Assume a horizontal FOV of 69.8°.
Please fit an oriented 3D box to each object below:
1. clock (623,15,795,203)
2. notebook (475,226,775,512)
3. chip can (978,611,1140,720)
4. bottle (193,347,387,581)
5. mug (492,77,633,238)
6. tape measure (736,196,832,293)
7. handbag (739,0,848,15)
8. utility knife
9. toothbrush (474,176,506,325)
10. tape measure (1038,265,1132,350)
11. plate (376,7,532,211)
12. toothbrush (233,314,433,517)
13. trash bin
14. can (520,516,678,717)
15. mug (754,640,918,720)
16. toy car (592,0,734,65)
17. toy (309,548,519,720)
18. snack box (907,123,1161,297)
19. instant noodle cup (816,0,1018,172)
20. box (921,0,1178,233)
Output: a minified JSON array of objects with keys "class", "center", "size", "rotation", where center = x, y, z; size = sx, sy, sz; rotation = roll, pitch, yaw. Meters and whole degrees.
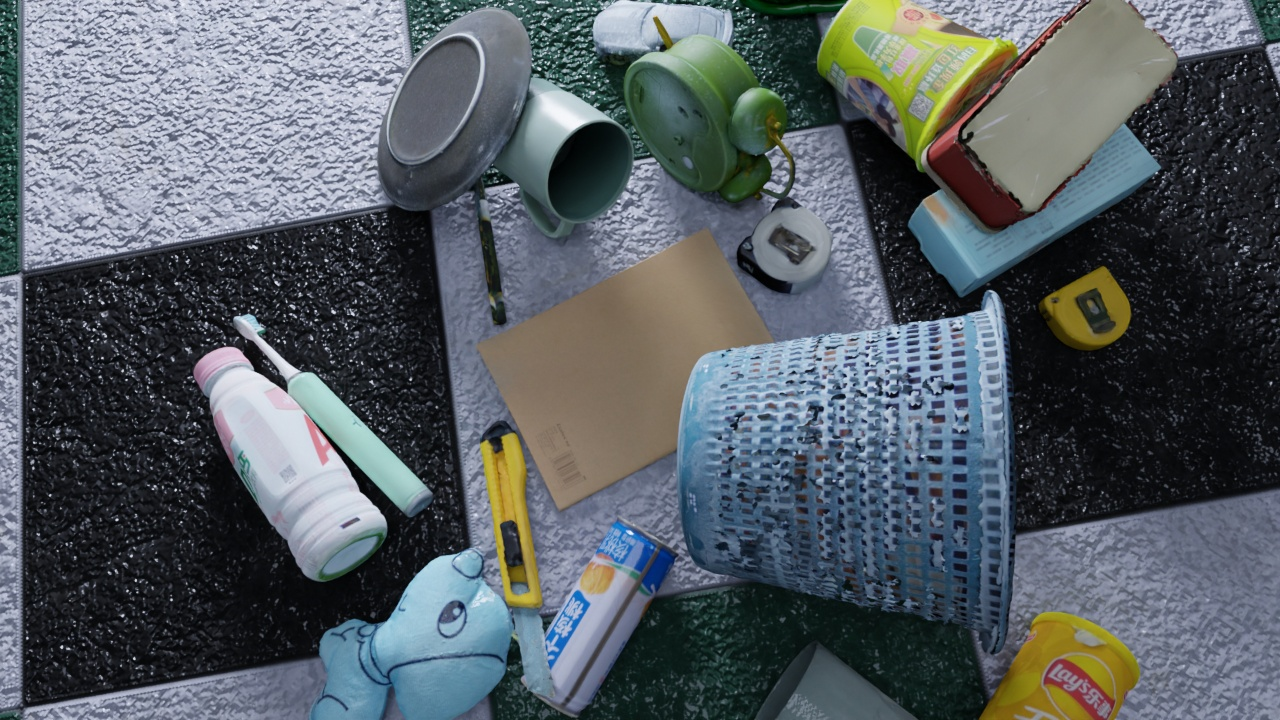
[{"class":"clock","center":[0.057,-0.184,0.713],"size":[0.056,0.116,0.161],"rotation":[-41,74,-17]},{"class":"notebook","center":[-0.004,0.004,0.722],"size":[0.211,0.012,0.149],"rotation":[-28,77,-3]},{"class":"chip can","center":[0.237,0.262,0.579],"size":[0.072,0.072,0.212],"rotation":[39,63,12]},{"class":"bottle","center":[-0.271,0.072,0.695],"size":[0.068,0.068,0.197],"rotation":[-39,73,-6]},{"class":"mug","center":[-0.071,-0.157,0.727],"size":[0.082,0.112,0.106],"rotation":[-16,42,-37]},{"class":"tape measure","center":[0.118,-0.088,0.725],"size":[0.066,0.033,0.065],"rotation":[36,82,12]},{"class":"handbag","center":[0.137,-0.346,0.745],"size":[0.131,0.120,0.068],"rotation":[-3,70,5]},{"class":"utility knife","center":[-0.089,0.137,0.664],"size":[0.033,0.015,0.214],"rotation":[-20,60,8]},{"class":"toothbrush","center":[-0.129,-0.118,0.757],"size":[0.012,0.017,0.185],"rotation":[-9,76,-6]},{"class":"tape measure","center":[0.343,-0.038,0.700],"size":[0.060,0.029,0.057],"rotation":[-28,76,-3]},{"class":"plate","center":[-0.158,-0.204,0.729],"size":[0.180,0.024,0.179],"rotation":[-14,66,33]},{"class":"toothbrush","center":[-0.247,0.039,0.721],"size":[0.224,0.027,0.027],"rotation":[42,122,12]},{"class":"trash bin","center":[0.133,0.068,0.608],"size":[0.195,0.226,0.226],"rotation":[1,75,17]},{"class":"can","center":[-0.029,0.182,0.656],"size":[0.053,0.053,0.134],"rotation":[31,80,10]},{"class":"mug","center":[0.126,0.264,0.601],"size":[0.103,0.084,0.123],"rotation":[35,47,9]},{"class":"toy car","center":[0.019,-0.277,0.779],"size":[0.121,0.037,0.054],"rotation":[7,77,9]},{"class":"toy","center":[-0.159,0.214,0.660],"size":[0.156,0.050,0.161],"rotation":[4,78,9]},{"class":"snack box","center":[0.303,-0.126,0.713],"size":[0.175,0.052,0.074],"rotation":[-31,77,-4]},{"class":"instant noodle cup","center":[0.209,-0.230,0.722],"size":[0.111,0.112,0.123],"rotation":[-44,70,-8]},{"class":"box","center":[0.294,-0.177,0.651],"size":[0.168,0.077,0.091],"rotation":[-45,92,-7]}]
